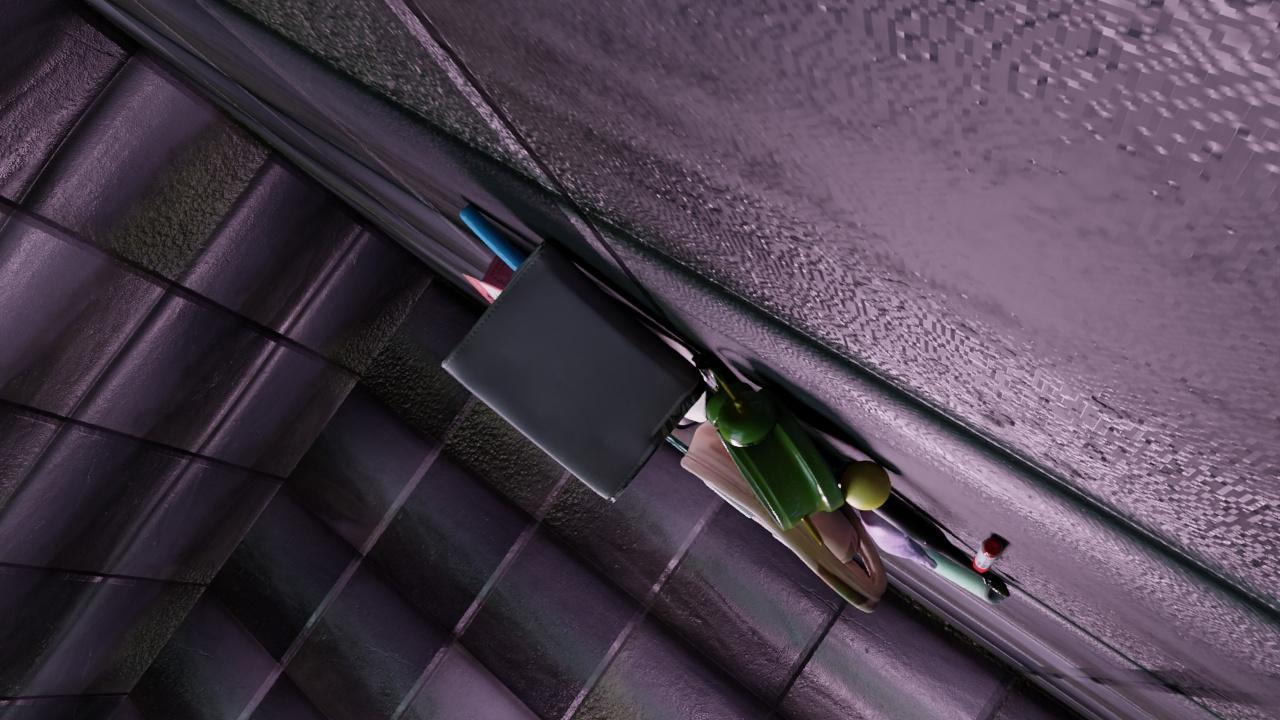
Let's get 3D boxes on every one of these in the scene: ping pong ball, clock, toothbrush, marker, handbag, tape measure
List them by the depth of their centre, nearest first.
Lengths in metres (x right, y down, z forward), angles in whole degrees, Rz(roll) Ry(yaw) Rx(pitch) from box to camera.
[{"bbox_3d":[0.184,0.102,0.748,0.040,0.040,0.040,35,176,3],"label":"ping pong ball"},{"bbox_3d":[0.104,0.071,0.761,0.161,0.056,0.116,57,178,-7],"label":"clock"},{"bbox_3d":[0.289,0.163,0.766,0.017,0.017,0.145,33,175,24],"label":"marker"},{"bbox_3d":[-0.057,0.007,0.827,0.197,0.145,0.098,41,-170,-10],"label":"handbag"},{"bbox_3d":[0.080,0.025,0.847,0.022,0.020,0.132,22,169,33],"label":"marker"},{"bbox_3d":[0.269,0.163,0.861,0.212,0.026,0.027,36,-172,-12],"label":"toothbrush"},{"bbox_3d":[0.160,0.158,0.915,0.193,0.093,0.234,37,-172,-36],"label":"handbag"},{"bbox_3d":[0.191,0.113,0.920,0.054,0.025,0.058,38,-175,-45],"label":"tape measure"},{"bbox_3d":[0.322,0.217,1.026,0.027,0.026,0.224,13,-176,-22],"label":"toothbrush"}]

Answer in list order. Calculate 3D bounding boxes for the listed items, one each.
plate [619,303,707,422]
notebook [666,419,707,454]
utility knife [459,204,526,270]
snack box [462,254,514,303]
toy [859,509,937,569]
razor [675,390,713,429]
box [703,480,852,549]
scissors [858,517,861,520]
[{"bbox_3d":[-0.006,0.005,0.933,0.164,0.034,0.164,34,160,19],"label":"plate"},{"bbox_3d":[0.097,0.105,1.179,0.209,0.012,0.150,38,-156,-24],"label":"notebook"},{"bbox_3d":[-0.108,-0.084,0.908,0.209,0.018,0.034,44,174,14],"label":"utility knife"},{"bbox_3d":[-0.119,-0.070,1.032,0.127,0.044,0.113,25,168,20],"label":"snack box"},{"bbox_3d":[0.268,0.182,0.975,0.084,0.039,0.108,34,170,43],"label":"toy"},{"bbox_3d":[0.029,0.021,1.044,0.167,0.062,0.067,48,-161,-48],"label":"razor"},{"bbox_3d":[0.162,0.158,1.133,0.201,0.099,0.112,37,175,-12],"label":"box"},{"bbox_3d":[0.214,0.172,1.331,0.230,0.021,0.221,30,180,-29],"label":"scissors"}]
